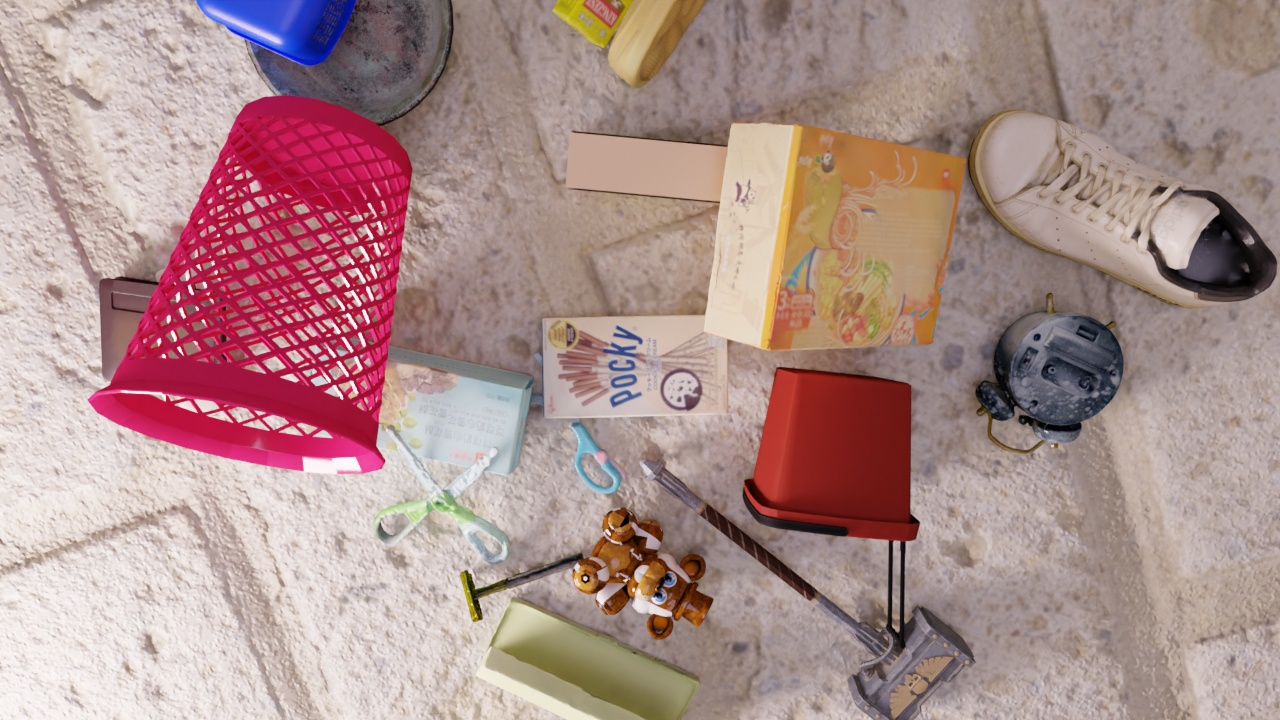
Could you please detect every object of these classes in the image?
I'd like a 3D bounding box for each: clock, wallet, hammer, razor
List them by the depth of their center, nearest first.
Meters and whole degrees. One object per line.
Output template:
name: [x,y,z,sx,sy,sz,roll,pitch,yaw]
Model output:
clock: [0.324,0.016,0.732,0.090,0.052,0.129,24,100,-4]
wallet: [-0.382,-0.017,0.738,0.116,0.018,0.091,9,103,16]
hammer: [0.127,0.184,0.776,0.322,0.044,0.098,39,99,-5]
razor: [-0.099,0.186,0.786,0.106,0.026,0.042,-18,66,-5]

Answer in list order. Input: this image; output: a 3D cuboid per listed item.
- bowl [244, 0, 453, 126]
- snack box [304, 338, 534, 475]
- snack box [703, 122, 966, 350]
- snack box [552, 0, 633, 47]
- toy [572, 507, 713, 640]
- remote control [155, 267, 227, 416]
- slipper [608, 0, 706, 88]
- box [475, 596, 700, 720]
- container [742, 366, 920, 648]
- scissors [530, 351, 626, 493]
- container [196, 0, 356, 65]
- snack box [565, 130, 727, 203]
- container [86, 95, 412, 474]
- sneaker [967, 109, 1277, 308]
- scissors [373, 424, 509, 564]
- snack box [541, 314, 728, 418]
bowl: [-0.217,-0.255,0.694,0.157,0.038,0.157,0,101,1]
snack box: [-0.177,0.036,0.743,0.175,0.053,0.075,12,102,2]
snack box: [0.137,-0.085,0.660,0.194,0.081,0.145,-3,105,-41]
snack box: [-0.005,-0.307,0.677,0.040,0.029,0.148,26,104,-43]
toy: [0.007,0.182,0.766,0.112,0.067,0.087,30,76,7]
remote control: [-0.368,-0.016,0.756,0.038,0.018,0.125,-5,100,2]
slipper: [0.080,-0.298,0.650,0.078,0.099,0.264,40,103,3]
box: [-0.048,0.287,0.794,0.188,0.089,0.078,25,131,-5]
container: [0.146,0.110,0.707,0.127,0.148,0.201,5,92,0]
scissors: [-0.036,0.040,0.764,0.126,0.015,0.136,-32,102,7]
container: [-0.251,-0.275,0.640,0.096,0.058,0.114,24,101,-4]
snack box: [0.012,-0.143,0.687,0.126,0.088,0.040,5,101,0]
container: [-0.247,-0.054,0.643,0.183,0.183,0.225,8,70,-1]
sneaker: [0.361,-0.106,0.682,0.241,0.102,0.089,28,100,-4]
scissors: [-0.157,0.115,0.751,0.168,0.023,0.172,40,128,-17]
snack box: [-0.004,0.004,0.743,0.150,0.026,0.082,-2,91,0]
